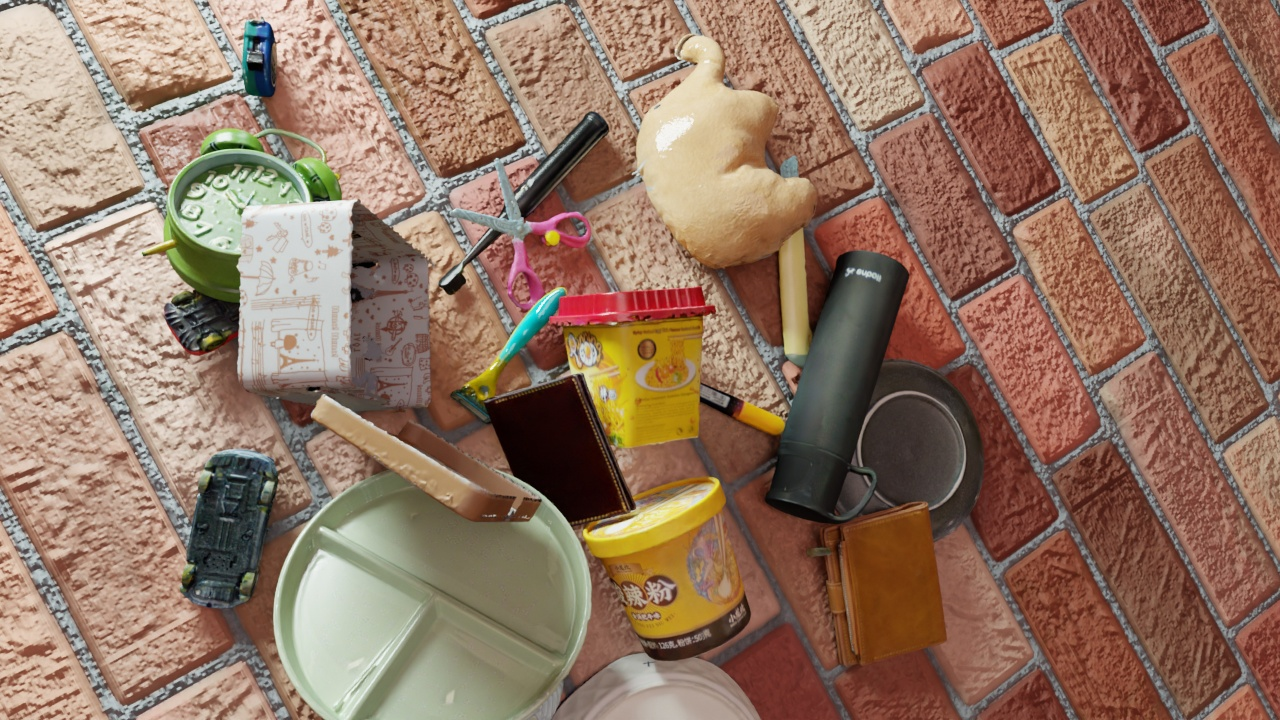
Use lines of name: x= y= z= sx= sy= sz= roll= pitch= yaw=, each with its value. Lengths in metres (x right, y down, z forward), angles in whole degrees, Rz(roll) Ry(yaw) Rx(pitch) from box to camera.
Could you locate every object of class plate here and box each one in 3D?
plate: x=0.018 y=0.346 z=0.747 sx=0.204 sy=0.046 sz=0.204 roll=2 pitch=81 yaw=-15
plate: x=-0.152 y=0.177 z=0.688 sx=0.230 sy=0.028 sz=0.229 roll=5 pitch=50 yaw=-7
plate: x=0.250 y=0.085 z=0.862 sx=0.179 sy=0.024 sz=0.179 roll=2 pitch=81 yaw=-15

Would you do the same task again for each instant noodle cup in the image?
instant noodle cup: x=-0.005 y=0.004 z=0.761 sx=0.115 sy=0.116 sz=0.123 roll=-6 pitch=94 yaw=-32
instant noodle cup: x=0.027 y=0.169 z=0.745 sx=0.118 sy=0.119 sz=0.114 roll=-22 pitch=96 yaw=-17

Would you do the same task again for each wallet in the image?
wallet: x=-0.066 y=0.076 z=0.742 sx=0.096 sy=0.020 sz=0.122 roll=-16 pitch=101 yaw=25
wallet: x=0.213 y=0.202 z=0.820 sx=0.119 sy=0.035 sz=0.130 roll=-10 pitch=96 yaw=-12

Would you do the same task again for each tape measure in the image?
tape measure: x=-0.312 y=-0.244 z=0.750 sx=0.025 sy=0.058 sz=0.054 roll=4 pitch=84 yaw=-15

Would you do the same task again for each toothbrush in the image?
toothbrush: x=-0.102 y=-0.138 z=0.805 sx=0.026 sy=0.027 sz=0.212 roll=27 pitch=71 yaw=37

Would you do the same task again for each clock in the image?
clock: x=-0.303 y=-0.121 z=0.720 sx=0.116 sy=0.056 sz=0.160 roll=21 pitch=57 yaw=-8

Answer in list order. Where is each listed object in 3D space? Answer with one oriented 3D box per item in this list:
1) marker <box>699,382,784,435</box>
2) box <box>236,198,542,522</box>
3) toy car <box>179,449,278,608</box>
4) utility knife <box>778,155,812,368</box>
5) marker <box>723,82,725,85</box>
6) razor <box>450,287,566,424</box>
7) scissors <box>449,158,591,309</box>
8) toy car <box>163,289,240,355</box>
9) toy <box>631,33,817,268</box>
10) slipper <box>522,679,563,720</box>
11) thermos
marker: x=0.073 y=0.037 z=0.828 sx=0.124 sy=0.015 sz=0.018 roll=25 pitch=74 yaw=-7
box: x=-0.184 y=0.016 z=0.662 sx=0.133 sy=0.179 sz=0.271 roll=-32 pitch=80 yaw=0
toy car: x=-0.312 y=0.128 z=0.700 sx=0.054 sy=0.037 sz=0.120 roll=11 pitch=88 yaw=-14
utility knife: x=0.146 y=-0.094 z=0.866 sx=0.031 sy=0.021 sz=0.208 roll=1 pitch=88 yaw=-18
marker: x=0.092 y=-0.203 z=0.870 sx=0.022 sy=0.020 sz=0.132 roll=-19 pitch=85 yaw=-33
razor: x=-0.106 y=-0.010 z=0.780 sx=0.043 sy=0.028 sz=0.132 roll=40 pitch=78 yaw=-20
scissors: x=-0.103 y=-0.104 z=0.787 sx=0.133 sy=0.017 sz=0.131 roll=10 pitch=93 yaw=-33
toy car: x=-0.318 y=-0.044 z=0.727 sx=0.106 sy=0.031 sz=0.049 roll=-35 pitch=87 yaw=-29
toy: x=0.061 y=-0.192 z=0.828 sx=0.143 sy=0.082 sz=0.226 roll=-22 pitch=83 yaw=-8
slipper: x=-0.159 y=0.275 z=0.693 sx=0.244 sy=0.074 sz=0.104 roll=-30 pitch=94 yaw=-34
thermos: x=0.187 y=0.025 z=0.824 sx=0.090 sy=0.068 sz=0.242 roll=16 pitch=74 yaw=14
